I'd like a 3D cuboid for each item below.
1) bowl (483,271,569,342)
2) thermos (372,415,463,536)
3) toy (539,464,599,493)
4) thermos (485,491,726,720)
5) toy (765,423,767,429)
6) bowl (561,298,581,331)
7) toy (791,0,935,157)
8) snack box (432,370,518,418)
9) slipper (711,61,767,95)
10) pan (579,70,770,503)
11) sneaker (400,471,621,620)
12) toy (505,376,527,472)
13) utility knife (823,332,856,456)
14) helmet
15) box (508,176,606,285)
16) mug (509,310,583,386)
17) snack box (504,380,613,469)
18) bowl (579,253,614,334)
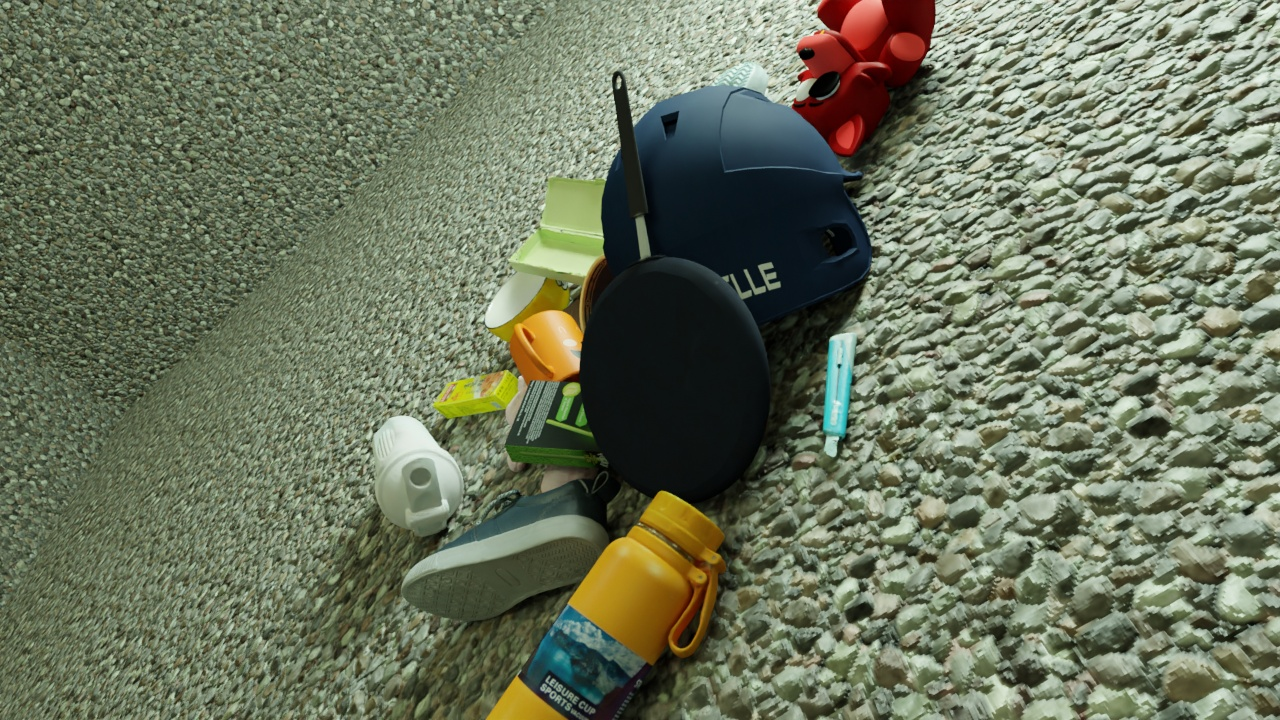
[{"bbox_3d":[-0.134,-0.065,1.160,0.117,0.067,0.117,-34,30,23],"label":"bowl"},{"bbox_3d":[-0.267,0.128,1.078,0.099,0.099,0.220,-49,23,-5],"label":"thermos"},{"bbox_3d":[-0.057,0.085,0.880,0.096,0.053,0.099,-28,37,8],"label":"toy"},{"bbox_3d":[-0.021,0.208,0.656,0.232,0.091,0.076,-54,-3,-14],"label":"thermos"},{"bbox_3d":[0.061,0.044,0.757,0.087,0.067,0.113,-67,18,-6],"label":"toy"},{"bbox_3d":[-0.076,-0.023,1.065,0.118,0.030,0.117,-33,31,23],"label":"bowl"},{"bbox_3d":[0.216,-0.299,0.948,0.197,0.120,0.158,-58,32,-4],"label":"toy"},{"bbox_3d":[-0.207,0.044,1.159,0.148,0.029,0.040,-11,43,48],"label":"snack box"},{"bbox_3d":[0.088,-0.221,1.050,0.104,0.074,0.245,23,89,57],"label":"slipper"},{"bbox_3d":[0.006,-0.060,0.740,0.199,0.021,0.356,-11,86,44],"label":"pan"},{"bbox_3d":[-0.119,0.165,0.824,0.236,0.089,0.087,-24,38,26],"label":"sneaker"},{"bbox_3d":[-0.118,0.065,0.995,0.064,0.047,0.109,-32,39,39],"label":"toy"},{"bbox_3d":[0.154,0.026,0.707,0.022,0.015,0.123,-3,47,18],"label":"utility knife"},{"bbox_3d":[0.083,-0.142,0.856,0.233,0.223,0.271,-23,0,37],"label":"helmet"},{"bbox_3d":[-0.064,-0.151,1.093,0.188,0.047,0.140,14,78,41],"label":"box"},{"bbox_3d":[-0.093,0.000,0.943,0.078,0.112,0.096,-40,51,9],"label":"mug"},{"bbox_3d":[-0.042,0.059,0.844,0.148,0.025,0.080,2,47,17],"label":"snack box"},{"bbox_3d":[-0.011,-0.056,0.973,0.113,0.061,0.112,-4,85,57],"label":"bowl"}]
